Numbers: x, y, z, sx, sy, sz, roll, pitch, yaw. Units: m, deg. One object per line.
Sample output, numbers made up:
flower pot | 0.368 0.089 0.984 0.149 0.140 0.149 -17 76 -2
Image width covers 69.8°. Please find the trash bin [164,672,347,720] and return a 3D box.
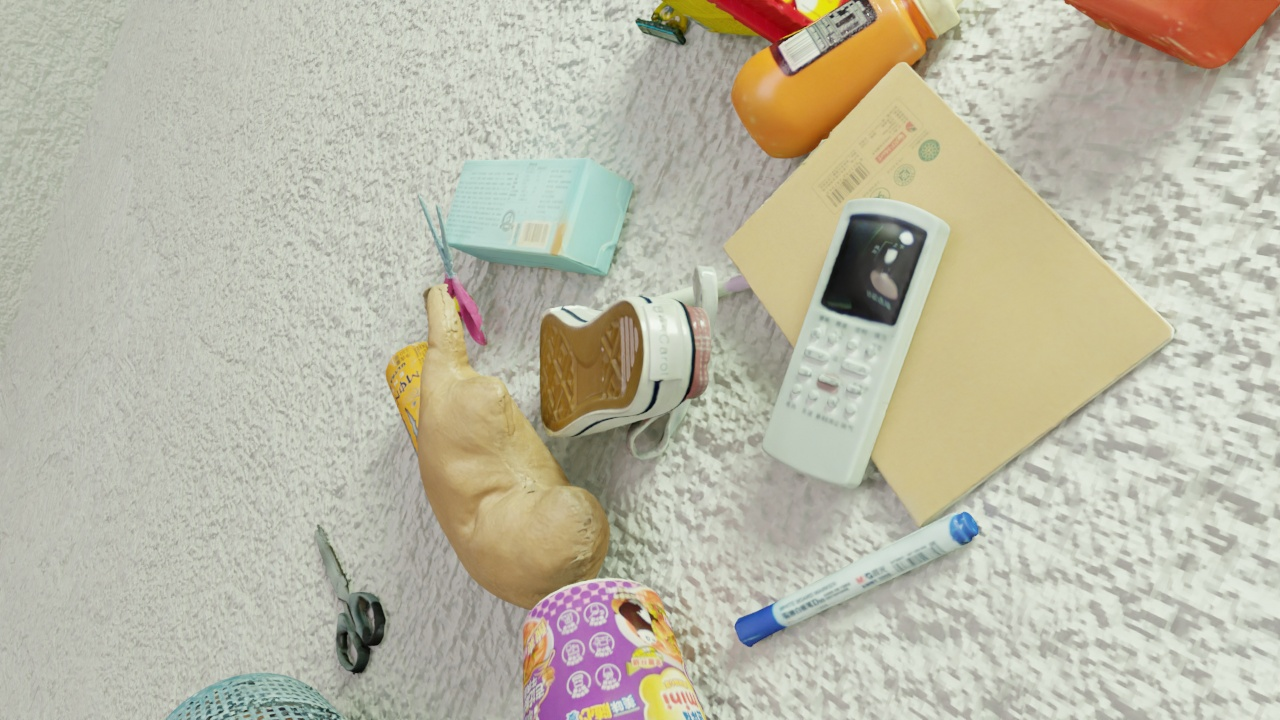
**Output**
trash bin | -0.273 0.331 0.661 0.195 0.226 0.226 13 85 59

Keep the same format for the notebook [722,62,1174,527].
notebook | 0.142 -0.040 0.481 0.148 0.008 0.207 -46 56 24

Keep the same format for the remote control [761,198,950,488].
remote control | 0.111 -0.010 0.481 0.058 0.021 0.150 22 97 41

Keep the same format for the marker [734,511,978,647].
marker | 0.107 0.114 0.473 0.146 0.017 0.016 -37 53 31

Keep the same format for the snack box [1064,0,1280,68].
snack box | 0.238 -0.181 0.401 0.091 0.082 0.080 53 124 42

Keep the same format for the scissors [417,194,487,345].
scissors | -0.161 -0.074 0.763 0.108 0.017 0.135 5 119 63

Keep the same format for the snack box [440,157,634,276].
snack box | -0.086 -0.115 0.721 0.175 0.051 0.074 13 84 47

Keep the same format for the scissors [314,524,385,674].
scissors | -0.264 0.197 0.826 0.133 0.014 0.175 -33 52 35

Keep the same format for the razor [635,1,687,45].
razor | 0.036 -0.301 0.668 0.043 0.028 0.133 30 113 34

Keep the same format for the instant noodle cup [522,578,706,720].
instant noodle cup | -0.019 0.185 0.518 0.112 0.111 0.099 -41 42 28

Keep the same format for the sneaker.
sneaker | -0.003 0.003 0.574 0.241 0.087 0.118 168 103 -68

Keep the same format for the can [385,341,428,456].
can | -0.158 0.049 0.733 0.058 0.058 0.146 -52 46 19

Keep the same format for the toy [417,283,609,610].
toy | -0.104 0.060 0.606 0.226 0.082 0.144 55 134 15

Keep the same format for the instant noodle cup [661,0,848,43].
instant noodle cup | 0.068 -0.264 0.584 0.124 0.116 0.116 26 96 59

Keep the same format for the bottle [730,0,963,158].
bottle | 0.126 -0.179 0.528 0.150 0.066 0.066 -32 55 25

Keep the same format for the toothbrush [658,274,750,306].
toothbrush | 0.031 -0.044 0.602 0.190 0.020 0.029 -15 41 42
